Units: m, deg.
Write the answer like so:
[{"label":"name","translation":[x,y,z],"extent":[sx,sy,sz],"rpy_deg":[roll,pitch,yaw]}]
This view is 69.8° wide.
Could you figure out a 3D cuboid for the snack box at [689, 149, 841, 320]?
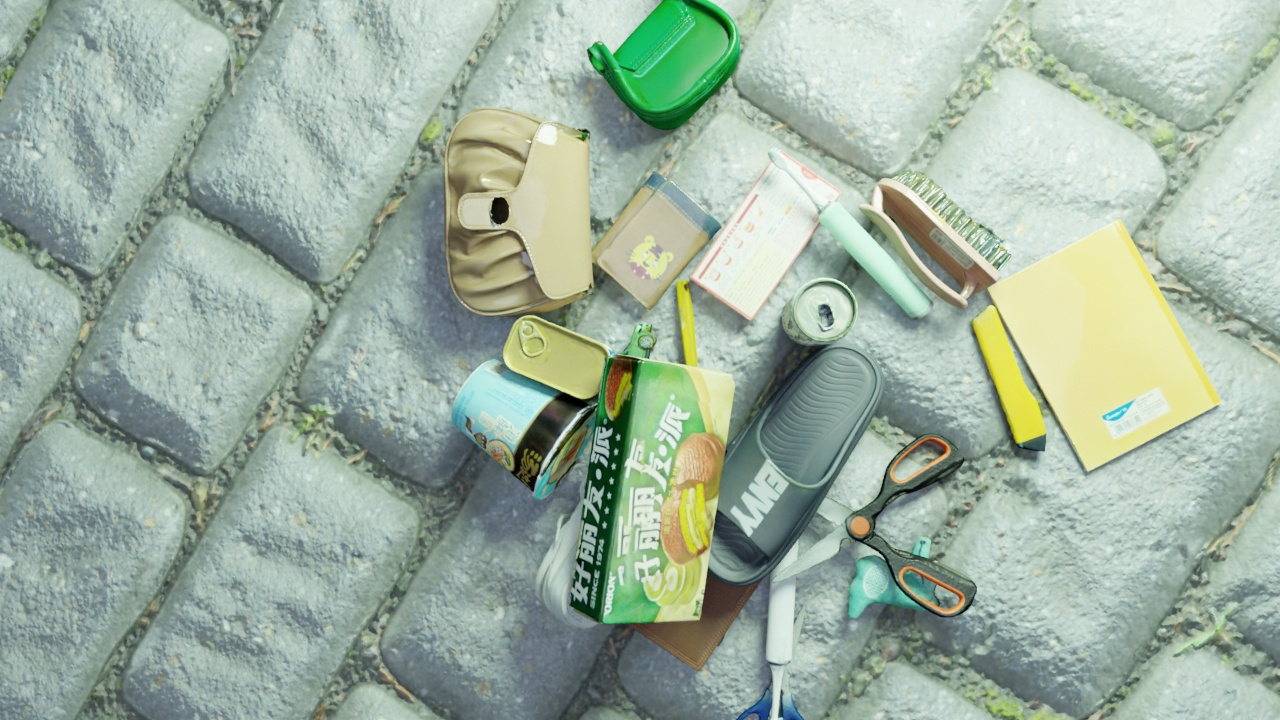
[{"label":"snack box","translation":[0.124,-0.124,0.920],"extent":[0.077,0.027,0.156],"rpy_deg":[35,94,3]}]

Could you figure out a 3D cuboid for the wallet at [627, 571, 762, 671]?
[{"label":"wallet","translation":[0.052,0.240,0.935],"extent":[0.101,0.032,0.124],"rpy_deg":[33,95,1]}]

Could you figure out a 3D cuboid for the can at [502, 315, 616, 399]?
[{"label":"can","translation":[-0.076,-0.004,0.914],"extent":[0.102,0.083,0.057],"rpy_deg":[22,93,5]}]

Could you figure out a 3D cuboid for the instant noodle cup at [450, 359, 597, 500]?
[{"label":"instant noodle cup","translation":[-0.120,0.062,0.915],"extent":[0.120,0.111,0.111],"rpy_deg":[31,94,12]}]

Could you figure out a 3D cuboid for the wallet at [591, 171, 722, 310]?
[{"label":"wallet","translation":[0.013,-0.121,0.930],"extent":[0.090,0.033,0.115],"rpy_deg":[41,98,3]}]

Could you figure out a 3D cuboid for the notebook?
[{"label":"notebook","translation":[0.453,-0.015,0.900],"extent":[0.146,0.010,0.206],"rpy_deg":[-29,89,5]}]

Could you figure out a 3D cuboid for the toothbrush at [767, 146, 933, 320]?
[{"label":"toothbrush","translation":[0.202,-0.124,0.892],"extent":[0.224,0.027,0.027],"rpy_deg":[44,122,-9]}]

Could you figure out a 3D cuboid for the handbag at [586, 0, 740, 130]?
[{"label":"handbag","translation":[0.027,-0.303,0.905],"extent":[0.120,0.068,0.131],"rpy_deg":[44,94,4]}]

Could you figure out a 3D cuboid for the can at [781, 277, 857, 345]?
[{"label":"can","translation":[0.165,-0.043,0.858],"extent":[0.058,0.146,0.058],"rpy_deg":[0,91,5]}]

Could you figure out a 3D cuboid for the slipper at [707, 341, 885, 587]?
[{"label":"slipper","translation":[0.136,0.089,0.877],"extent":[0.111,0.083,0.268],"rpy_deg":[35,84,18]}]

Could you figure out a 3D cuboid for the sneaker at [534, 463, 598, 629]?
[{"label":"sneaker","translation":[-0.028,0.146,0.922],"extent":[0.089,0.091,0.242],"rpy_deg":[38,74,-30]}]

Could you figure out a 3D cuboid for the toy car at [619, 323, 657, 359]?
[{"label":"toy car","translation":[-0.006,0.005,0.927],"extent":[0.036,0.043,0.091],"rpy_deg":[15,92,5]}]

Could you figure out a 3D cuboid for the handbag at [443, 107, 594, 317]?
[{"label":"handbag","translation":[-0.122,-0.145,0.906],"extent":[0.148,0.099,0.204],"rpy_deg":[-1,95,8]}]

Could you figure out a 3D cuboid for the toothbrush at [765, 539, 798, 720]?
[{"label":"toothbrush","translation":[0.140,0.271,0.920],"extent":[0.026,0.027,0.221],"rpy_deg":[6,87,-39]}]

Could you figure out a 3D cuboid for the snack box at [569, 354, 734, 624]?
[{"label":"snack box","translation":[0.011,0.120,0.852],"extent":[0.114,0.063,0.240],"rpy_deg":[10,89,-36]}]

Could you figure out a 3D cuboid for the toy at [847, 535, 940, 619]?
[{"label":"toy","translation":[0.257,0.219,0.916],"extent":[0.092,0.030,0.096],"rpy_deg":[12,85,0]}]

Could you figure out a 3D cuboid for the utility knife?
[{"label":"utility knife","translation":[0.365,0.020,0.907],"extent":[0.033,0.015,0.153],"rpy_deg":[-20,89,-1]}]

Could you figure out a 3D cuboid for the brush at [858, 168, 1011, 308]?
[{"label":"brush","translation":[0.281,-0.121,0.887],"extent":[0.145,0.063,0.073],"rpy_deg":[45,84,4]}]

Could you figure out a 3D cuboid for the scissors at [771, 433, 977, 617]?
[{"label":"scissors","translation":[0.236,0.165,0.904],"extent":[0.234,0.022,0.221],"rpy_deg":[-42,78,-6]}]

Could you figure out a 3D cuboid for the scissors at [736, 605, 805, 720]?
[{"label":"scissors","translation":[0.133,0.334,0.938],"extent":[0.140,0.012,0.171],"rpy_deg":[-24,86,6]}]

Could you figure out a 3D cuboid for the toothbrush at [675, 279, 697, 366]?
[{"label":"toothbrush","translation":[0.054,0.011,0.921],"extent":[0.015,0.017,0.190],"rpy_deg":[-3,81,-24]}]
